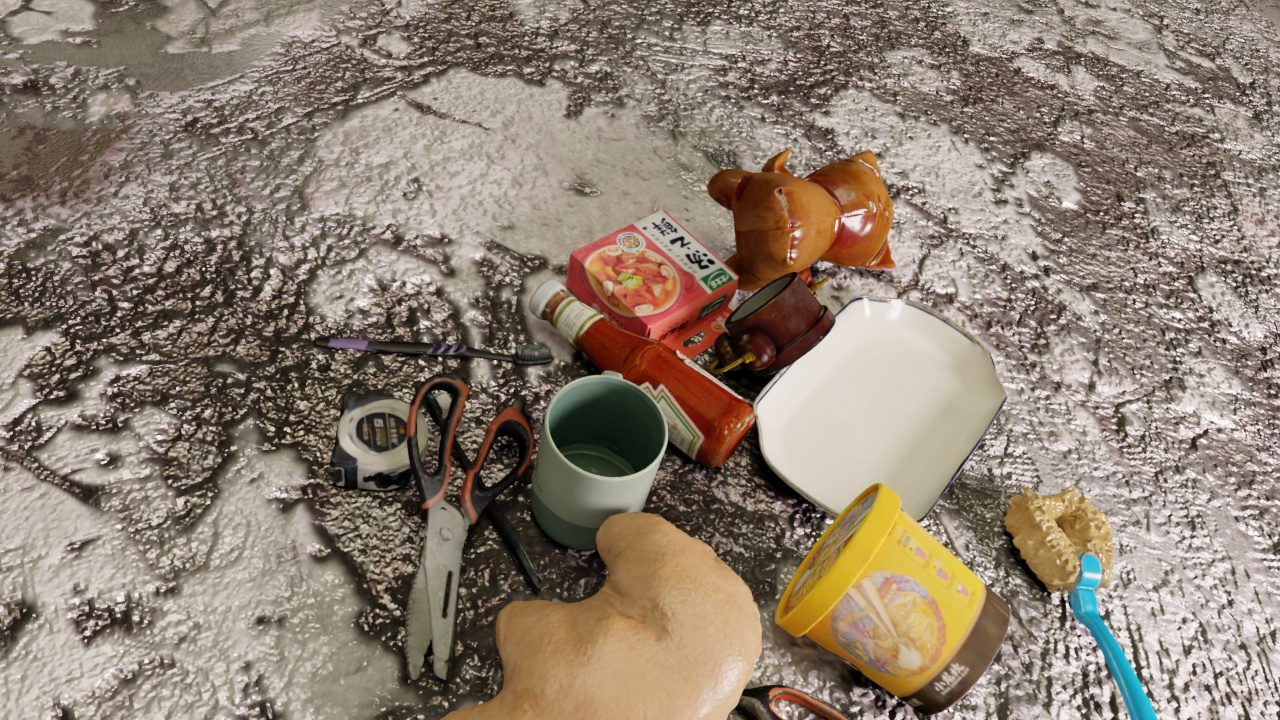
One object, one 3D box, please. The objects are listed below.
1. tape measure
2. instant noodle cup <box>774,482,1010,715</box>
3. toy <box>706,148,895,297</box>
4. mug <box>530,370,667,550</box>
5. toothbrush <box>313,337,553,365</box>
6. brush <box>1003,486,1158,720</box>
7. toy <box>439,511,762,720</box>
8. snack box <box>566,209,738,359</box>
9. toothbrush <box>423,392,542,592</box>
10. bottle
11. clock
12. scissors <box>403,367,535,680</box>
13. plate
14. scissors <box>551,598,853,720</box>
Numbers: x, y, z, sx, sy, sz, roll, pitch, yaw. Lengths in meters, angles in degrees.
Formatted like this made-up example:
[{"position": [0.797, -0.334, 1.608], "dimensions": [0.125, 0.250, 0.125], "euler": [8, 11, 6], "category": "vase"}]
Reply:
[{"position": [-0.185, 0.059, 0.654], "dimensions": [0.066, 0.034, 0.065], "euler": [9, 51, -10], "category": "tape measure"}, {"position": [0.169, 0.162, 0.612], "dimensions": [0.114, 0.119, 0.118], "euler": [37, 51, 7], "category": "instant noodle cup"}, {"position": [0.159, -0.130, 0.862], "dimensions": [0.199, 0.140, 0.131], "euler": [-16, 15, -28], "category": "toy"}, {"position": [-0.031, 0.064, 0.642], "dimensions": [0.082, 0.107, 0.111], "euler": [11, 49, -5], "category": "mug"}, {"position": [-0.163, -0.010, 0.732], "dimensions": [0.189, 0.017, 0.014], "euler": [4, 50, -9], "category": "toothbrush"}, {"position": [0.333, 0.194, 0.663], "dimensions": [0.083, 0.046, 0.254], "euler": [10, 43, -11], "category": "brush"}, {"position": [-0.026, 0.193, 0.542], "dimensions": [0.225, 0.083, 0.143], "euler": [-38, 64, -26], "category": "toy"}, {"position": [0.019, -0.063, 0.803], "dimensions": [0.113, 0.044, 0.127], "euler": [-31, 64, -33], "category": "snack box"}, {"position": [-0.113, 0.090, 0.660], "dimensions": [0.018, 0.016, 0.181], "euler": [-13, 54, -35], "category": "toothbrush"}, {"position": [-0.004, 0.004, 0.733], "dimensions": [0.206, 0.060, 0.059], "euler": [37, 51, 17], "category": "bottle"}, {"position": [0.106, -0.024, 0.765], "dimensions": [0.121, 0.082, 0.055], "euler": [-39, 100, -15], "category": "clock"}, {"position": [-0.116, 0.104, 0.620], "dimensions": [0.198, 0.015, 0.204], "euler": [-24, 73, -38], "category": "scissors"}, {"position": [0.200, 0.041, 0.771], "dimensions": [0.162, 0.034, 0.264], "euler": [36, 51, 16], "category": "plate"}, {"position": [0.039, 0.223, 0.583], "dimensions": [0.221, 0.022, 0.227], "euler": [15, 49, -2], "category": "scissors"}]
